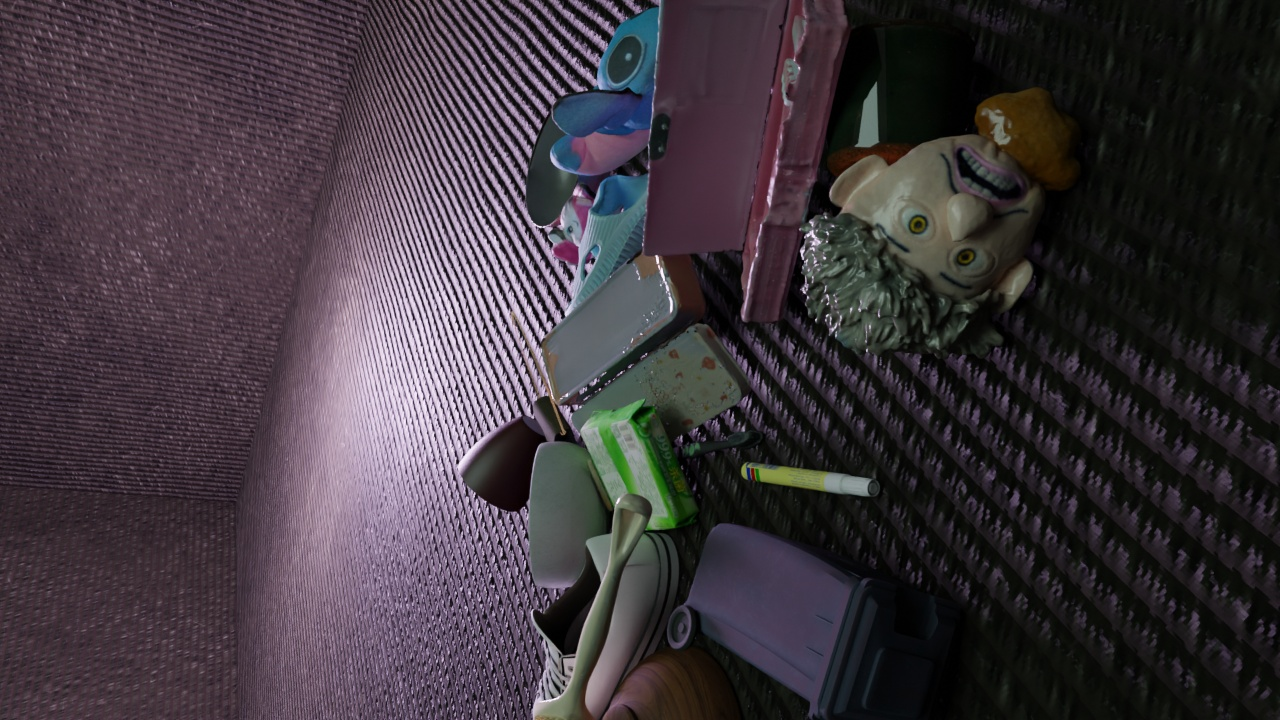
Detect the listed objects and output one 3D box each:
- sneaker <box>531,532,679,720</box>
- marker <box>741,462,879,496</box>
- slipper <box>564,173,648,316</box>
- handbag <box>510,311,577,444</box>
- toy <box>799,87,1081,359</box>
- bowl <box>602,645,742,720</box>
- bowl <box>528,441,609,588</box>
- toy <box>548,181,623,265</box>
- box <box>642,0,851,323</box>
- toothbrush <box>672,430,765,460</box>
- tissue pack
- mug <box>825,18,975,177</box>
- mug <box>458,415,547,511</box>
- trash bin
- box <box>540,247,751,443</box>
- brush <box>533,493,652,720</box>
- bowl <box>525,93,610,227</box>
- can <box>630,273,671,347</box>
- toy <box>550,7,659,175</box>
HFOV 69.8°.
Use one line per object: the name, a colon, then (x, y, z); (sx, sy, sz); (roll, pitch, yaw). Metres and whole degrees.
sneaker: (-0.057, 0.252, 0.807); (0.246, 0.097, 0.091); (-63, 33, 26)
marker: (0.116, 0.083, 0.644); (0.132, 0.014, 0.014); (-2, 79, 60)
slipper: (-0.013, -0.135, 0.850); (0.277, 0.069, 0.115); (-49, 13, 38)
handbag: (-0.101, 0.030, 0.921); (0.084, 0.027, 0.178); (48, 158, 54)
toy: (0.172, -0.073, 0.512); (0.176, 0.132, 0.076); (-52, 5, 16)
bowl: (0.009, 0.296, 0.707); (0.148, 0.068, 0.147); (-26, 59, 55)
bowl: (-0.063, 0.144, 0.857); (0.132, 0.064, 0.132); (5, -95, -88)
toy: (-0.056, -0.133, 0.956); (0.103, 0.065, 0.050); (-56, 36, 33)
box: (0.057, -0.140, 0.621); (0.233, 0.115, 0.098); (95, 178, -46)
toothbrush: (0.036, 0.077, 0.770); (0.188, 0.017, 0.014); (-20, 63, 52)
tissue pack: (-0.004, 0.094, 0.788); (0.100, 0.034, 0.114); (-17, 98, 57)
mug: (0.153, -0.155, 0.582); (0.111, 0.084, 0.081); (-1, 82, 62)
mug: (-0.141, 0.105, 1.036); (0.088, 0.087, 0.114); (-53, 4, 10)
trash bin: (0.104, 0.163, 0.563); (0.161, 0.093, 0.092); (9, 80, 62)
box: (-0.005, 0.004, 0.803); (0.157, 0.063, 0.217); (57, 139, 3)
brush: (-0.037, 0.219, 0.716); (0.077, 0.062, 0.273); (-90, 15, -65)
bowl: (-0.072, -0.215, 1.018); (0.151, 0.056, 0.150); (-25, 60, 55)
can: (0.001, -0.048, 0.853); (0.107, 0.044, 0.044); (-59, 36, 32)
toy: (-0.009, -0.231, 0.805); (0.192, 0.099, 0.223); (-28, 19, 54)
